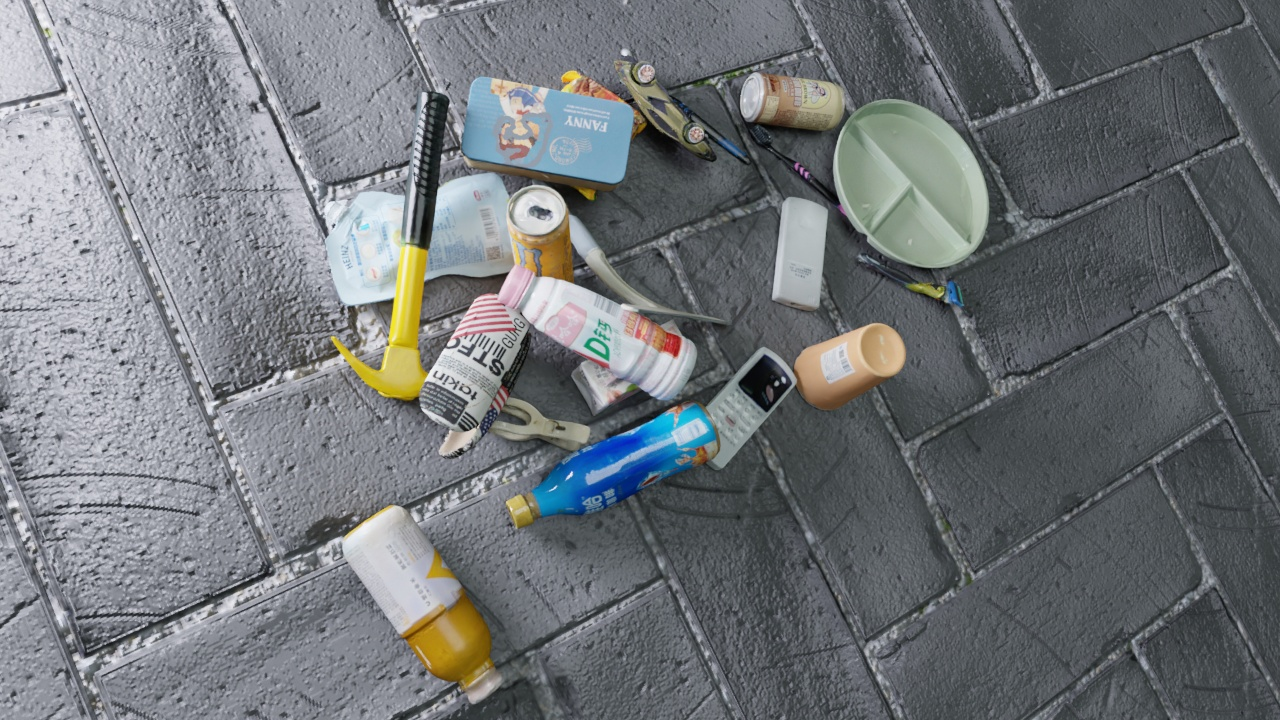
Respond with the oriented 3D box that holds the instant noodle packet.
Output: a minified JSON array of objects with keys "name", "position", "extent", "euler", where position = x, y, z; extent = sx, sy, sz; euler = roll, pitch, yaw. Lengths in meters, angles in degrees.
[{"name":"instant noodle packet","position":[-0.066,-0.250,1.016],"extent":[0.111,0.044,0.128],"euler":[33,67,-4]}]

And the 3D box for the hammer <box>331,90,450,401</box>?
[{"name":"hammer","position":[-0.220,-0.111,0.890],"extent":[0.128,0.033,0.300],"euler":[8,87,-21]}]

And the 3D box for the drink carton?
[{"name":"drink carton","position":[-0.006,0.006,0.963],"extent":[0.122,0.046,0.053],"euler":[-26,84,-24]}]

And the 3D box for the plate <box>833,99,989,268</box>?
[{"name":"plate","position":[0.339,-0.220,1.155],"extent":[0.230,0.028,0.230],"euler":[6,73,-21]}]

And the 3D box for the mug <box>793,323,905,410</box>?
[{"name":"mug","position":[0.230,0.004,1.005],"extent":[0.078,0.123,0.078],"euler":[5,73,-17]}]

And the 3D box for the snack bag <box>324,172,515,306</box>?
[{"name":"snack bag","position":[-0.220,-0.125,0.927],"extent":[0.190,0.039,0.110],"euler":[-15,96,-21]}]

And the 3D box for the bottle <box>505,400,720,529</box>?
[{"name":"bottle","position":[-0.027,0.109,0.912],"extent":[0.218,0.065,0.065],"euler":[-24,84,-15]}]

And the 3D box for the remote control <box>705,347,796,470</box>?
[{"name":"remote control","position":[0.111,0.051,1.005],"extent":[0.058,0.021,0.149],"euler":[45,66,-3]}]

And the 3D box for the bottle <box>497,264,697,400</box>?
[{"name":"bottle","position":[-0.043,-0.030,0.892],"extent":[0.197,0.068,0.068],"euler":[27,68,-14]}]

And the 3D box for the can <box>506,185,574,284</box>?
[{"name":"can","position":[-0.097,-0.108,0.904],"extent":[0.058,0.146,0.058],"euler":[1,65,-1]}]

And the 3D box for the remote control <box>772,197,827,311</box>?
[{"name":"remote control","position":[0.189,-0.127,1.084],"extent":[0.056,0.019,0.135],"euler":[13,71,-15]}]

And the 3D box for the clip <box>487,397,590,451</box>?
[{"name":"clip","position":[-0.102,0.066,0.916],"extent":[0.100,0.072,0.034],"euler":[15,69,-9]}]

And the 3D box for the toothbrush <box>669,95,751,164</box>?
[{"name":"toothbrush","position":[0.058,-0.292,1.087],"extent":[0.189,0.016,0.014],"euler":[37,74,-8]}]

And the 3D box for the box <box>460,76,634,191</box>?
[{"name":"box","position":[-0.090,-0.230,0.948],"extent":[0.184,0.062,0.090],"euler":[7,90,-4]}]

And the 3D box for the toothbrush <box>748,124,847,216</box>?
[{"name":"toothbrush","position":[0.207,-0.224,1.120],"extent":[0.189,0.018,0.014],"euler":[39,64,-7]}]

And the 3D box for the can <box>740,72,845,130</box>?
[{"name":"can","position":[0.184,-0.313,1.113],"extent":[0.116,0.059,0.058],"euler":[1,74,-19]}]

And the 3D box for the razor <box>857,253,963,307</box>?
[{"name":"razor","position":[0.328,-0.099,1.124],"extent":[0.142,0.022,0.042],"euler":[20,39,-9]}]

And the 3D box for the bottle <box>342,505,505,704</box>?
[{"name":"bottle","position":[-0.191,0.221,0.824],"extent":[0.067,0.068,0.189],"euler":[-35,89,-25]}]

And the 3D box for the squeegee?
[{"name":"squeegee","position":[-0.041,-0.111,0.963],"extent":[0.246,0.246,0.039],"euler":[45,107,18]}]

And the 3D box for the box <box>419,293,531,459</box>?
[{"name":"box","position":[-0.157,0.017,0.868],"extent":[0.075,0.087,0.161],"euler":[26,46,-8]}]

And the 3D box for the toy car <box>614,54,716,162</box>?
[{"name":"toy car","position":[0.029,-0.283,1.041],"extent":[0.042,0.070,0.158],"euler":[-42,97,8]}]
